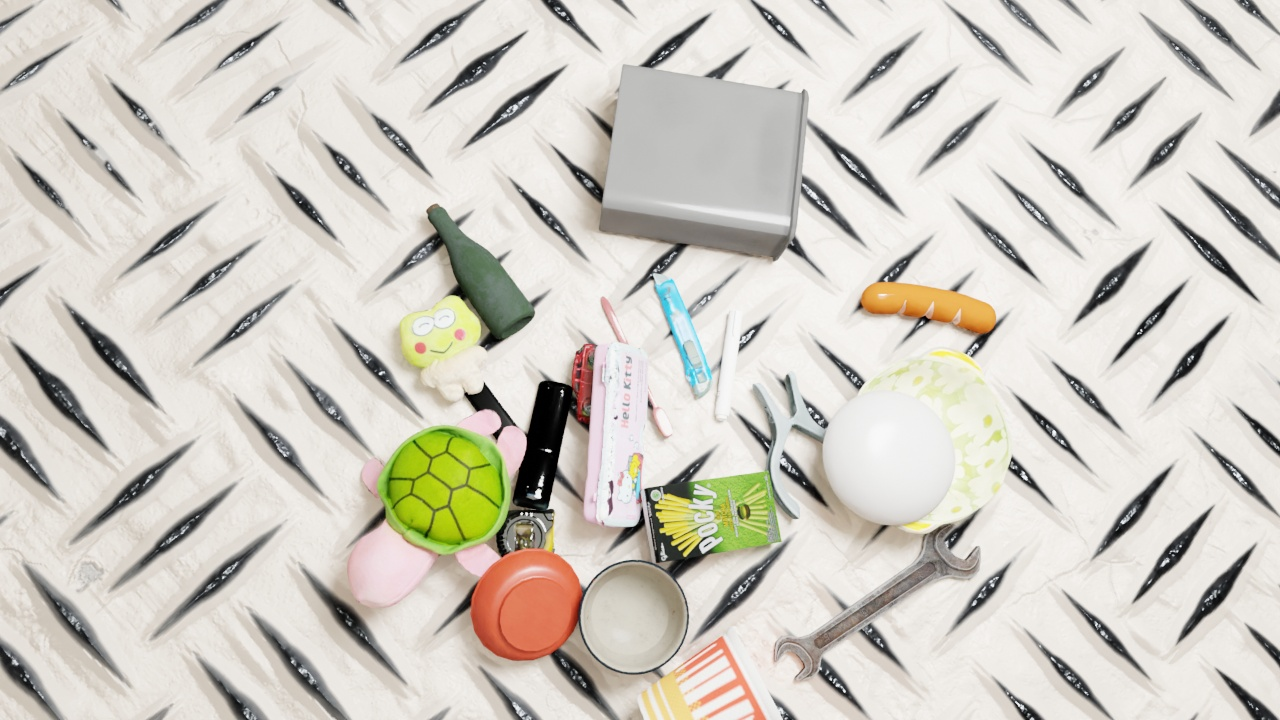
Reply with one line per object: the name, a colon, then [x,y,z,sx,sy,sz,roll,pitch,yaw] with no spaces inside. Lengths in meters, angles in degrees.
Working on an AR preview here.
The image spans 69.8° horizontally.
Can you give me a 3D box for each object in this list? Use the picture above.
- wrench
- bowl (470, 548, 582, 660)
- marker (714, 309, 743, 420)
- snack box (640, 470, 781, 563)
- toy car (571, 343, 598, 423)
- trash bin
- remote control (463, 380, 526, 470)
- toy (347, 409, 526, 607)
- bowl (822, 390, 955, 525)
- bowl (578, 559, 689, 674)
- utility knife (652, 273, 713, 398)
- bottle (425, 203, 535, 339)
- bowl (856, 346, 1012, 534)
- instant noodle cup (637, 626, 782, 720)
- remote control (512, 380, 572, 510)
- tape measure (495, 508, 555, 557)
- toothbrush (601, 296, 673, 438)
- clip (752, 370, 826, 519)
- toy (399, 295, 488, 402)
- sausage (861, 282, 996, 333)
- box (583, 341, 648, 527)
wrench: [0.269,0.272,1.035,0.273,0.010,0.070,-30,82,-11]
bowl: [-0.114,0.261,0.961,0.121,0.035,0.122,-2,96,-22]
marker: [0.103,0.005,1.070,0.017,0.020,0.133,10,77,-6]
snack box: [0.078,0.172,1.011,0.147,0.025,0.080,-5,78,-21]
toy car: [-0.059,0.026,1.037,0.036,0.042,0.091,0,76,2]
trash bin: [0.073,-0.233,1.082,0.220,0.098,0.191,8,77,-3]
remote control: [-0.152,0.078,1.031,0.028,0.012,0.124,-36,84,-12]
toy: [-0.219,0.153,0.969,0.190,0.088,0.237,38,76,10]
bowl: [0.276,0.102,0.994,0.149,0.043,0.149,1,77,-5]
bowl: [-0.010,0.272,0.979,0.115,0.059,0.115,1,77,-6]
utility knife: [0.050,-0.032,1.077,0.031,0.015,0.158,-19,79,-15]
bottle: [-0.190,-0.107,1.047,0.055,0.055,0.174,-35,82,-12]
bowl: [0.323,0.093,1.055,0.188,0.060,0.219,23,75,0]
instant noodle cup: [0.072,0.360,0.944,0.121,0.123,0.123,-28,82,-4]
remote control: [-0.107,0.091,1.017,0.041,0.020,0.151,11,62,-2]
tape measure: [-0.126,0.193,0.995,0.067,0.038,0.062,1,78,-7]
toothbrush: [-0.006,0.006,1.064,0.015,0.016,0.184,-23,78,-11]
clip: [0.157,0.107,1.050,0.143,0.029,0.172,-28,81,-13]
toy: [-0.216,-0.011,1.027,0.092,0.046,0.115,-24,83,-9]
sausage: [0.346,-0.066,1.102,0.164,0.039,0.044,10,77,-4]
box: [-0.025,0.081,1.004,0.045,0.086,0.202,-1,79,28]
